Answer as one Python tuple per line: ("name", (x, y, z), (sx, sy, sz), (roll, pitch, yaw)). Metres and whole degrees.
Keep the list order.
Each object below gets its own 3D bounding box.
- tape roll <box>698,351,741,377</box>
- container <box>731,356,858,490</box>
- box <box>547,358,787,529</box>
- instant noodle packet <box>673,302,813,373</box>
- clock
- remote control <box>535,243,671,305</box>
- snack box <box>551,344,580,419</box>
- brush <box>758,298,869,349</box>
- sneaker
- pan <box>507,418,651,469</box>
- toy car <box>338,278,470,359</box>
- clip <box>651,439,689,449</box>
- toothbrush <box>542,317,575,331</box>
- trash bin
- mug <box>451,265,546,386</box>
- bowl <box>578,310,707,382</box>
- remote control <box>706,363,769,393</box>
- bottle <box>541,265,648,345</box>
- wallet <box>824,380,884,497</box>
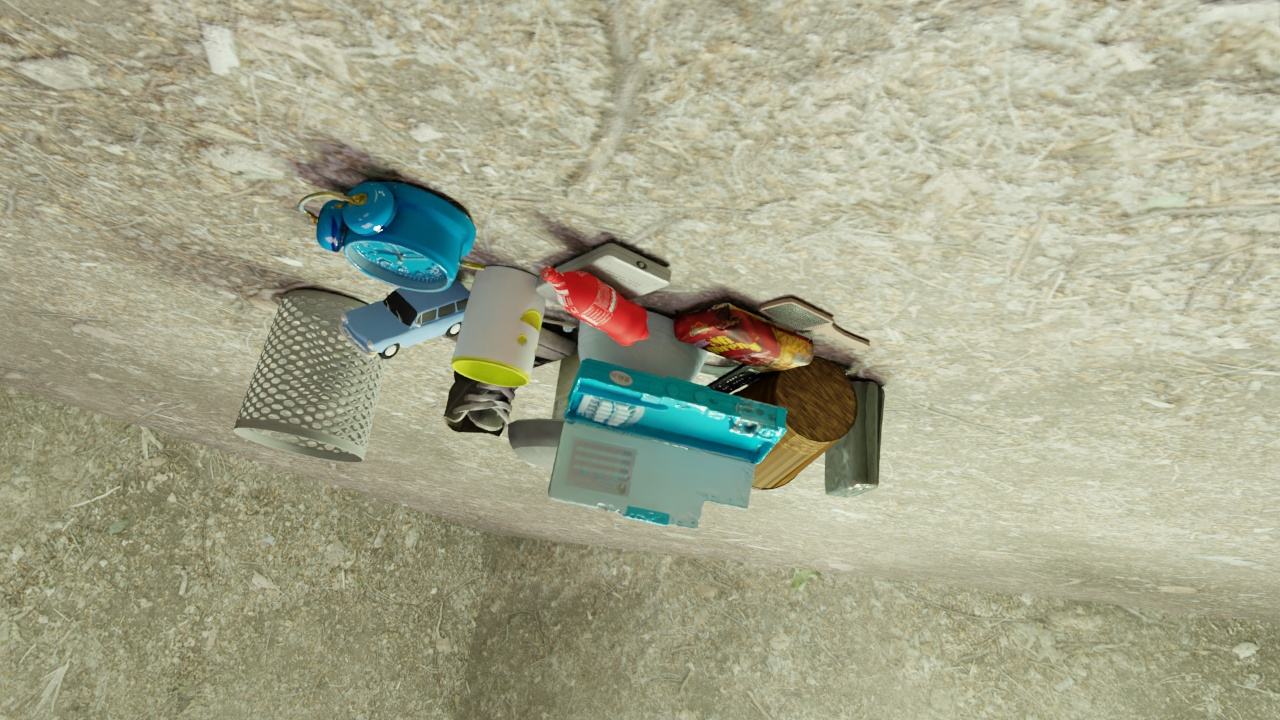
("tape roll", (0.086, 0.000, 1.087), (0.093, 0.013, 0.093), (10, 163, 3))
("container", (0.172, 0.071, 1.085), (0.132, 0.132, 0.168), (14, 157, -11))
("box", (0.026, 0.090, 0.999), (0.227, 0.172, 0.084), (14, -157, -8))
("instant noodle packet", (0.109, -0.022, 0.965), (0.135, 0.039, 0.099), (20, 167, -30))
("clock", (-0.228, -0.116, 0.830), (0.161, 0.060, 0.117), (25, 158, -35))
("remote control", (-0.042, -0.079, 0.903), (0.074, 0.019, 0.151), (22, 159, -31))
("snack box", (-0.062, 0.037, 1.138), (0.061, 0.105, 0.084), (15, 164, -27))
("brush", (0.182, -0.030, 0.930), (0.135, 0.015, 0.050), (22, 161, -31))
("sneaker", (-0.166, 0.024, 1.139), (0.095, 0.119, 0.235), (25, 155, -39))
("pan", (-0.062, 0.133, 1.207), (0.179, 0.041, 0.357), (4, 165, 10))
("toy car", (-0.237, -0.048, 0.958), (0.056, 0.153, 0.055), (41, 130, 22))
("clip", (0.059, 0.095, 1.299), (0.127, 0.104, 0.151), (-5, 167, 35))
("toothbrush", (-0.164, -0.058, 1.040), (0.185, 0.022, 0.024), (11, 123, -1))
("trash bin", (-0.405, 0.020, 1.160), (0.156, 0.183, 0.156), (10, 163, 3))
("mug", (-0.146, -0.035, 0.961), (0.082, 0.106, 0.083), (10, 163, 3))
("bowl", (-0.006, 0.006, 1.033), (0.150, 0.074, 0.151), (15, 158, 6))
("remote control", (0.113, 0.023, 1.100), (0.030, 0.009, 0.140), (15, 162, -13))
("bottle", (-0.043, -0.055, 0.874), (0.042, 0.041, 0.141), (-3, 158, 38))
("wallet", (0.252, 0.096, 1.093), (0.054, 0.131, 0.100), (8, 164, -5))
